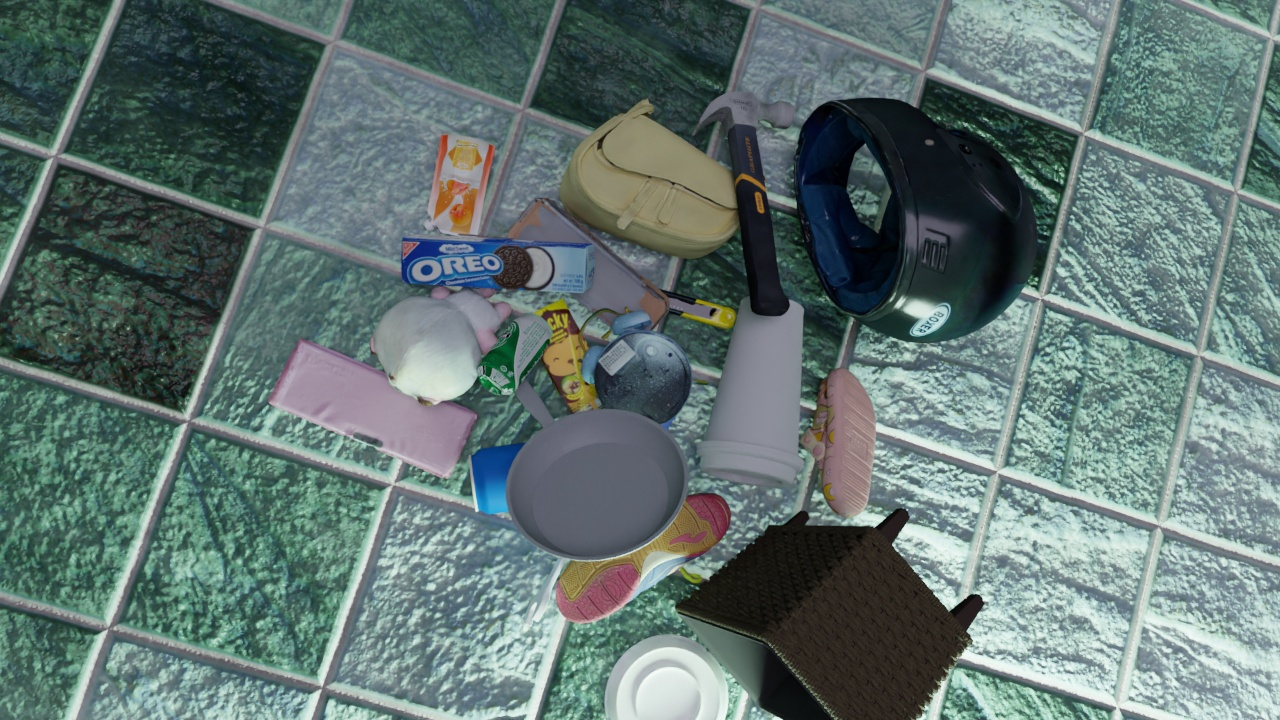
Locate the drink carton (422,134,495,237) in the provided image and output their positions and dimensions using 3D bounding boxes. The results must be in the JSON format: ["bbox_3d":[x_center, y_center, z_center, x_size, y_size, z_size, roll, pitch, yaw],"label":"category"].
[{"bbox_3d":[-0.227,-0.216,1.147,0.069,0.039,0.122,10,89,-8],"label":"drink carton"}]

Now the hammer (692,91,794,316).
[{"bbox_3d":[0.144,-0.198,1.132,0.139,0.035,0.312,2,66,-19],"label":"hammer"}]

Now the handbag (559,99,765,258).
[{"bbox_3d":[0.029,-0.220,1.157,0.233,0.089,0.190,31,75,-6],"label":"handbag"}]

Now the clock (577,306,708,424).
[{"bbox_3d":[-0.007,0.006,1.101,0.118,0.060,0.162,-44,91,14],"label":"clock"}]

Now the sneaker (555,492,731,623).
[{"bbox_3d":[0.008,0.243,1.123,0.242,0.091,0.116,-32,85,9],"label":"sneaker"}]

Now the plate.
[{"bbox_3d":[0.034,0.420,1.135,0.157,0.014,0.157,1,84,-9],"label":"plate"}]

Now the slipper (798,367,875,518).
[{"bbox_3d":[0.246,0.107,1.163,0.093,0.082,0.196,30,55,-36],"label":"slipper"}]

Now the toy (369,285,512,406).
[{"bbox_3d":[-0.233,-0.032,1.100,0.139,0.102,0.179,41,56,12],"label":"toy"}]

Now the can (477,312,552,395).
[{"bbox_3d":[-0.149,-0.007,1.086,0.053,0.053,0.100,36,58,-4],"label":"can"}]

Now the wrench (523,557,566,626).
[{"bbox_3d":[-0.073,0.199,1.126,0.009,0.047,0.273,30,79,-13],"label":"wrench"}]

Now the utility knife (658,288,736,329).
[{"bbox_3d":[0.020,-0.079,1.178,0.213,0.020,0.028,15,83,-4],"label":"utility knife"}]

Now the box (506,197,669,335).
[{"bbox_3d":[-0.063,-0.112,1.141,0.216,0.062,0.081,40,101,0],"label":"box"}]

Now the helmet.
[{"bbox_3d":[0.347,-0.175,1.133,0.235,0.250,0.315,-4,60,-22],"label":"helmet"}]

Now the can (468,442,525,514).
[{"bbox_3d":[-0.129,0.137,1.103,0.146,0.079,0.079,-7,86,-9],"label":"can"}]

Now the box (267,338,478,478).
[{"bbox_3d":[-0.319,0.058,1.106,0.233,0.037,0.098,23,77,-6],"label":"box"}]

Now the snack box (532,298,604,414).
[{"bbox_3d":[-0.090,0.001,1.149,0.061,0.026,0.149,-28,90,-11],"label":"snack box"}]

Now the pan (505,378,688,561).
[{"bbox_3d":[-0.091,0.093,1.056,0.200,0.051,0.356,-30,51,-19],"label":"pan"}]

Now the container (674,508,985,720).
[{"bbox_3d":[0.206,0.284,1.028,0.204,0.321,0.176,-42,92,-17],"label":"container"}]

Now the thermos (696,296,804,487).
[{"bbox_3d":[0.147,0.037,1.139,0.131,0.132,0.221,13,75,-7],"label":"thermos"}]

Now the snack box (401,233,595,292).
[{"bbox_3d":[-0.170,-0.117,1.101,0.226,0.059,0.059,5,103,6],"label":"snack box"}]

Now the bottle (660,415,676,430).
[{"bbox_3d":[0.009,0.113,1.142,0.048,0.048,0.131,30,81,-5],"label":"bottle"}]
